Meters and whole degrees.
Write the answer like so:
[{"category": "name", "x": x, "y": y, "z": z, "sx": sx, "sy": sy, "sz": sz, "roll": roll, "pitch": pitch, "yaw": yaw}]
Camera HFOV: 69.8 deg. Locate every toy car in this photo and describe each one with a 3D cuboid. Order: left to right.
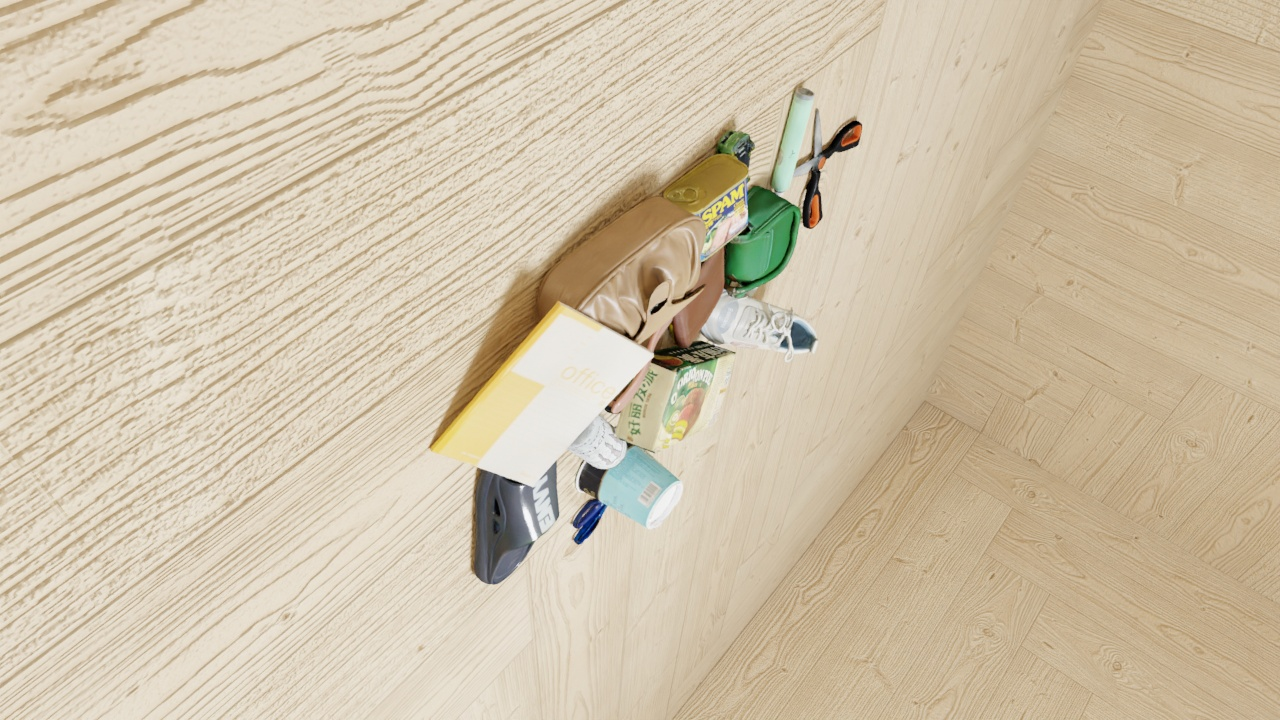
[{"category": "toy car", "x": 0.110, "y": -0.234, "z": 1.100, "sx": 0.043, "sy": 0.036, "sz": 0.091, "roll": -46, "pitch": 154, "yaw": -27}]

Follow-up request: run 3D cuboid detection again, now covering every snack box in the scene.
[{"category": "snack box", "x": 0.053, "y": 0.043, "z": 1.229, "sx": 0.239, "sy": 0.063, "sz": 0.114, "roll": -15, "pitch": 123, "yaw": -65}]

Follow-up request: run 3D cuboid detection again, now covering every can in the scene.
[{"category": "can", "x": -0.063, "y": 0.096, "z": 1.152, "sx": 0.058, "sy": 0.058, "sz": 0.147, "roll": -55, "pitch": 157, "yaw": -6}, {"category": "can", "x": 0.079, "y": -0.175, "z": 1.064, "sx": 0.102, "sy": 0.057, "sz": 0.083, "roll": -39, "pitch": 146, "yaw": -20}]

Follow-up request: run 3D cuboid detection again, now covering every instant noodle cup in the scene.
[{"category": "instant noodle cup", "x": -0.009, "y": 0.170, "z": 1.273, "sx": 0.111, "sy": 0.120, "sz": 0.111, "roll": -44, "pitch": 154, "yaw": -28}]

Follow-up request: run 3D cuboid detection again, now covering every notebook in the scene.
[{"category": "notebook", "x": -0.098, "y": 0.041, "z": 0.942, "sx": 0.206, "sy": 0.010, "sz": 0.145, "roll": -47, "pitch": 137, "yaw": 15}]

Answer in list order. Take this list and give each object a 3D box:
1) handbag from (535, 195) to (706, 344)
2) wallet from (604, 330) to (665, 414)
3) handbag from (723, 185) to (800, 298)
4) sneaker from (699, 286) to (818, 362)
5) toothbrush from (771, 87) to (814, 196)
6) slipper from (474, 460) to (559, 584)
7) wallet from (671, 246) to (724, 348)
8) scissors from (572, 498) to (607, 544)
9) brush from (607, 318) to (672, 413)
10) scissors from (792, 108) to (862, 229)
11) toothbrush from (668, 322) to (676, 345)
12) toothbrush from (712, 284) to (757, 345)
[{"category": "handbag", "x": -0.010, "y": -0.076, "z": 0.980, "sx": 0.204, "sy": 0.100, "sz": 0.148, "roll": -40, "pitch": 149, "yaw": -22}, {"category": "wallet", "x": -0.007, "y": 0.007, "z": 1.185, "sx": 0.090, "sy": 0.033, "sz": 0.115, "roll": -30, "pitch": 144, "yaw": -52}, {"category": "handbag", "x": 0.157, "y": -0.159, "z": 1.248, "sx": 0.120, "sy": 0.068, "sz": 0.131, "roll": -45, "pitch": 154, "yaw": -27}, {"category": "sneaker", "x": 0.175, "y": -0.046, "z": 1.341, "sx": 0.241, "sy": 0.091, "sz": 0.089, "roll": 10, "pitch": 109, "yaw": -46}, {"category": "toothbrush", "x": 0.197, "y": -0.264, "z": 1.248, "sx": 0.027, "sy": 0.026, "sz": 0.225, "roll": -3, "pitch": 135, "yaw": -14}, {"category": "slipper", "x": -0.135, "y": 0.185, "z": 1.096, "sx": 0.110, "sy": 0.083, "sz": 0.269, "roll": -36, "pitch": 151, "yaw": -44}, {"category": "wallet", "x": 0.073, "y": -0.090, "z": 1.199, "sx": 0.124, "sy": 0.032, "sz": 0.101, "roll": -55, "pitch": 155, "yaw": -32}, {"category": "scissors", "x": -0.049, "y": 0.213, "z": 1.392, "sx": 0.170, "sy": 0.012, "sz": 0.141, "roll": -21, "pitch": 136, "yaw": -56}, {"category": "brush", "x": -0.021, "y": -0.008, "z": 1.065, "sx": 0.145, "sy": 0.073, "sz": 0.063, "roll": -58, "pitch": 165, "yaw": -25}, {"category": "scissors", "x": 0.267, "y": -0.290, "z": 1.366, "sx": 0.233, "sy": 0.022, "sz": 0.221, "roll": -40, "pitch": 147, "yaw": -36}, {"category": "toothbrush", "x": 0.060, "y": -0.017, "z": 1.304, "sx": 0.015, "sy": 0.016, "sz": 0.190, "roll": -52, "pitch": 157, "yaw": -15}, {"category": "toothbrush", "x": 0.142, "y": -0.077, "z": 1.380, "sx": 0.026, "sy": 0.027, "sz": 0.221, "roll": 26, "pitch": 99, "yaw": -25}]
